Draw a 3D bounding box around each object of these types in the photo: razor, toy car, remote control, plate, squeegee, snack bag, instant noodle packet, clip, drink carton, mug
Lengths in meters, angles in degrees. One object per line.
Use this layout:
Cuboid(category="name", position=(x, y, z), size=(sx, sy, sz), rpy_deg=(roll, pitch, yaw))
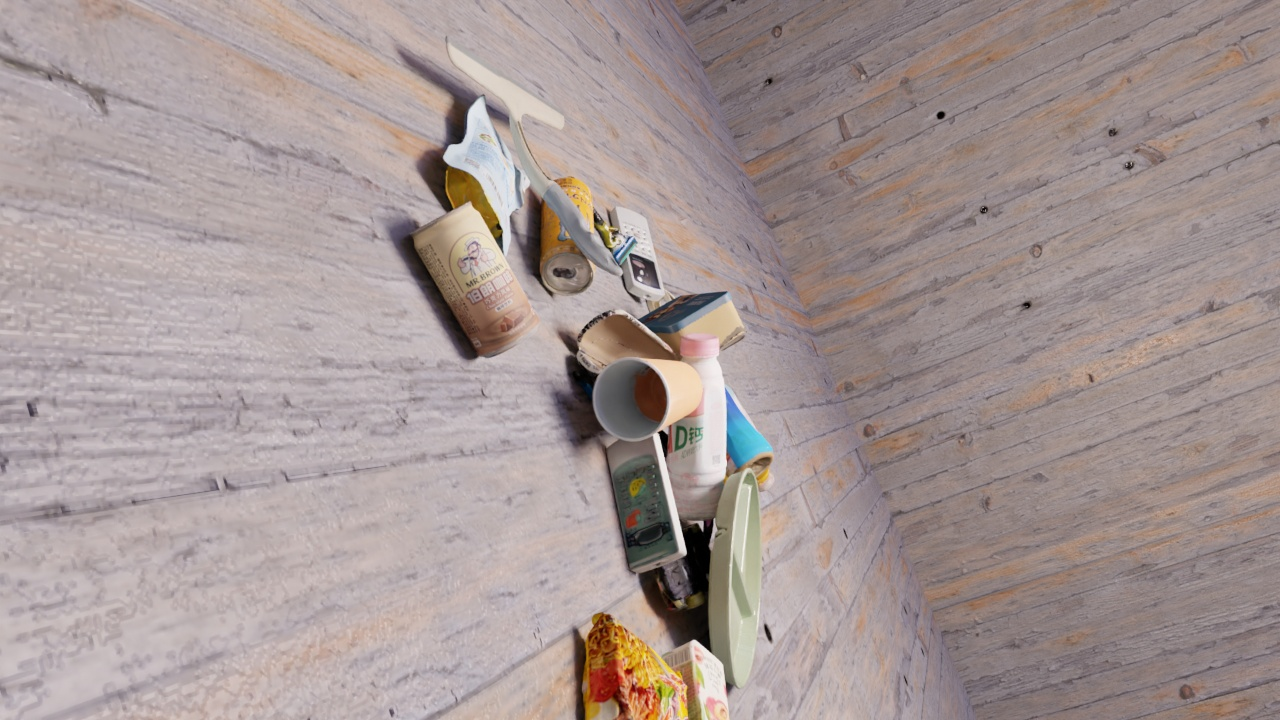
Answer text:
Cuboid(category="razor", position=(-0.057, -0.185, 1.188), size=(0.042, 0.022, 0.143), rpy_deg=(-55, 130, -17))
Cuboid(category="toy car", position=(0.046, 0.210, 0.937), size=(0.070, 0.042, 0.158), rpy_deg=(70, 16, 8))
Cuboid(category="remote control", position=(-0.004, -0.148, 1.260), size=(0.058, 0.021, 0.149), rpy_deg=(15, 48, -36))
Cuboid(category="plate", position=(0.103, 0.229, 0.979), size=(0.230, 0.027, 0.230), rpy_deg=(1, 89, -74))
Cuboid(category="squeegee", position=(-0.090, -0.181, 0.938), size=(0.246, 0.039, 0.246), rpy_deg=(61, 17, 12))
Cuboid(category="snack bag", position=(-0.146, -0.180, 0.887), size=(0.110, 0.039, 0.190), rpy_deg=(54, 18, -27))
Cuboid(category="remote control", position=(0.004, 0.133, 0.887), size=(0.019, 0.056, 0.135), rpy_deg=(37, 34, -53))
Cuboid(category="instant noodle packet", position=(0.000, 0.273, 0.718), size=(0.128, 0.044, 0.110), rpy_deg=(52, 26, -39))
Cuboid(category="clip", position=(0.022, -0.098, 1.295), size=(0.100, 0.035, 0.072), rpy_deg=(62, 16, 18))
Cuboid(category="drink carton", position=(0.047, 0.312, 0.797), size=(0.053, 0.046, 0.122), rpy_deg=(49, 23, -30))
Cuboid(category="mug", position=(0.014, 0.032, 0.899), size=(0.122, 0.078, 0.078), rpy_deg=(-9, 76, -67))

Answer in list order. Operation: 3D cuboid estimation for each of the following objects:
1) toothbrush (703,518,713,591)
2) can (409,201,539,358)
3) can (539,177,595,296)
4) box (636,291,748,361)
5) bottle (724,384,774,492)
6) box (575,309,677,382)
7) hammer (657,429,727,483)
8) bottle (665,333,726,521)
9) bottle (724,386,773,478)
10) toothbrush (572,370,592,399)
Cuboid(category="toothbrush", position=(0.079, 0.174, 1.055), size=(0.018, 0.014, 0.188), rpy_deg=(61, 30, -56))
Cuboid(category="can", position=(-0.132, -0.064, 0.736), size=(0.116, 0.059, 0.058), rpy_deg=(61, 18, -15))
Cuboid(category="can", position=(-0.079, -0.136, 0.990), size=(0.058, 0.058, 0.145), rpy_deg=(52, 22, -39))
Cuboid(category="box", position=(0.056, -0.037, 1.096), size=(0.062, 0.089, 0.184), rpy_deg=(61, -17, -9))
Cuboid(category="bottle", position=(0.132, 0.112, 1.279), size=(0.189, 0.068, 0.067), rpy_deg=(55, 20, -32))
Cuboid(category="box", position=(-0.006, 0.005, 0.979), size=(0.075, 0.086, 0.162), rpy_deg=(32, -1, 37))
Cuboid(category="hammer", position=(0.074, 0.145, 1.124), size=(0.300, 0.033, 0.128), rpy_deg=(44, 27, -52))
Cuboid(category="bottle", position=(0.062, 0.070, 0.986), size=(0.068, 0.068, 0.197), rpy_deg=(-42, 135, -72))
Cuboid(category="bottle", position=(0.085, 0.055, 1.165), size=(0.218, 0.065, 0.065), rpy_deg=(56, 10, 30))
Cuboid(category="toothbrush", position=(-0.020, 0.075, 0.967), size=(0.189, 0.014, 0.016), rpy_deg=(53, 43, -35))
